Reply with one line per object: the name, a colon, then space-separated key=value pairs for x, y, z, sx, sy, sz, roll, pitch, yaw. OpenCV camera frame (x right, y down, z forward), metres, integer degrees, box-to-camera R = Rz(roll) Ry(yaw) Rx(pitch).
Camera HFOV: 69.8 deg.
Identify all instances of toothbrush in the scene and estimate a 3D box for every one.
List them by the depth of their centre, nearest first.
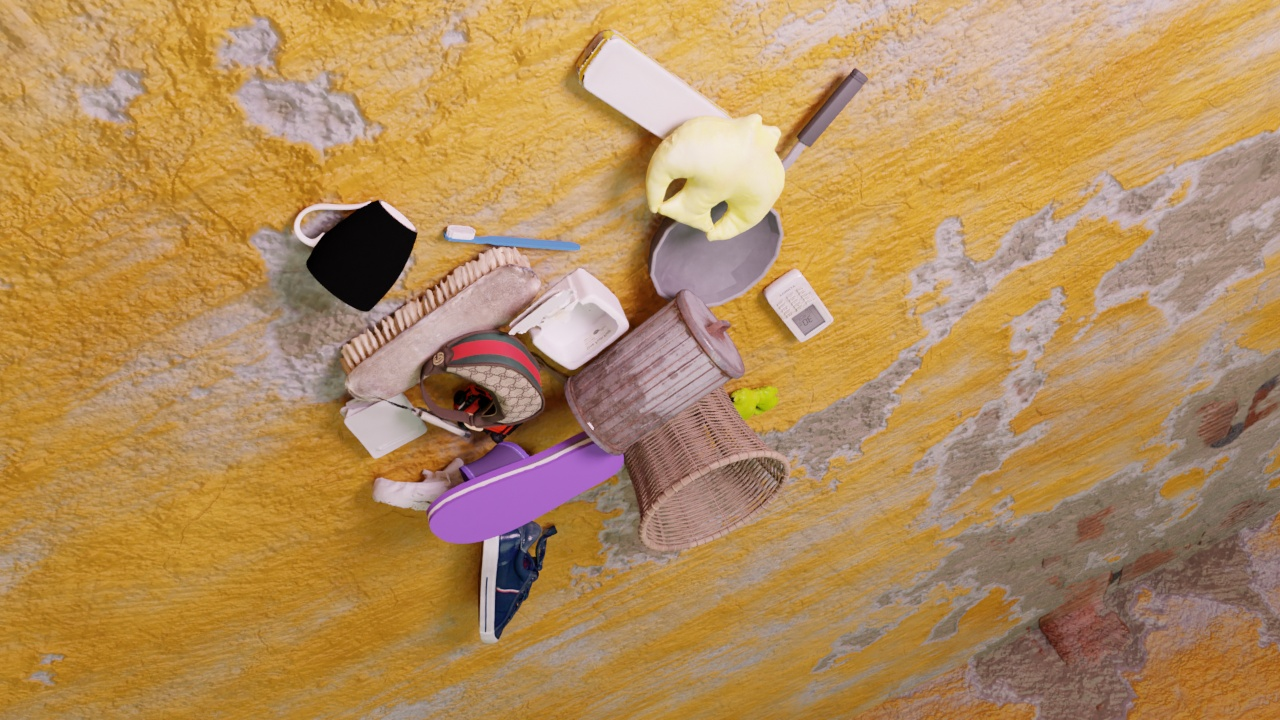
toothbrush: x=-0.145 y=-0.141 z=1.063 sx=0.166 sy=0.016 sz=0.014 roll=1 pitch=130 yaw=-28
toothbrush: x=-0.102 y=0.031 z=1.267 sx=0.016 sy=0.016 sz=0.166 roll=-39 pitch=138 yaw=13

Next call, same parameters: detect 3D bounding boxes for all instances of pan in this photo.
pan: x=0.143 y=-0.206 z=1.117 sx=0.178 sy=0.041 sz=0.358 roll=19 pitch=123 yaw=-39

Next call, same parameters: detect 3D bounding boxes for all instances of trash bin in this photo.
trash bin: x=0.023 y=0.013 z=1.158 sx=0.211 sy=0.130 sz=0.130 roll=-36 pitch=139 yaw=17

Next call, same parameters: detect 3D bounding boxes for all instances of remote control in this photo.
remote control: x=0.225 y=-0.077 z=1.307 sx=0.060 sy=0.025 sz=0.138 roll=-35 pitch=139 yaw=11

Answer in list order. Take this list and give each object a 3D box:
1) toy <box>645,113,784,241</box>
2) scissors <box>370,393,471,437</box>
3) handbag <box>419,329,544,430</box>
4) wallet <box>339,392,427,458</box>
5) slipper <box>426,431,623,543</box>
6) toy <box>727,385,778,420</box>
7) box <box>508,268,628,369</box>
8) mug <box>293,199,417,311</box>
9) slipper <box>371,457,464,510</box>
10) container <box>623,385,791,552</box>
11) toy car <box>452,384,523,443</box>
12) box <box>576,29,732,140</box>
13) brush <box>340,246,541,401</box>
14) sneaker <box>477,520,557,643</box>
toy: x=0.092 y=-0.207 z=1.023 sx=0.170 sy=0.064 sz=0.155 roll=21 pitch=123 yaw=-34
scissors: x=-0.284 y=0.062 z=1.137 sx=0.169 sy=0.132 sz=0.012 roll=27 pitch=86 yaw=-29
handbag: x=-0.194 y=0.033 z=1.124 sx=0.138 sy=0.063 sz=0.166 roll=-17 pitch=147 yaw=10
wallet: x=-0.331 y=0.076 z=1.187 sx=0.086 sy=0.032 sz=0.116 roll=-22 pitch=148 yaw=-9
slipper: x=-0.160 y=0.150 z=1.236 sx=0.266 sy=0.084 sz=0.107 roll=-25 pitch=137 yaw=-4
toy: x=0.171 y=0.066 z=1.427 sx=0.093 sy=0.036 sz=0.094 roll=-29 pitch=146 yaw=-3
box: x=-0.098 y=-0.059 z=1.128 sx=0.111 sy=0.083 sz=0.190 roll=-39 pitch=154 yaw=13
mug: x=-0.300 y=-0.126 z=0.964 sx=0.119 sy=0.085 sz=0.100 roll=41 pitch=97 yaw=-16
slipper: x=-0.254 y=0.176 z=1.303 sx=0.246 sy=0.074 sz=0.112 roll=-2 pitch=165 yaw=-22
container: x=0.065 y=0.124 z=1.292 sx=0.226 sy=0.196 sz=0.227 roll=-19 pitch=146 yaw=-14
toy car: x=-0.206 y=0.070 z=1.231 sx=0.051 sy=0.048 sz=0.100 roll=-42 pitch=137 yaw=18
box: x=0.021 y=-0.280 z=0.990 sx=0.209 sy=0.033 sz=0.064 roll=22 pitch=119 yaw=-42
brush: x=-0.240 y=-0.040 z=1.090 sx=0.271 sy=0.056 sz=0.083 roll=-33 pitch=141 yaw=10
sneaker: x=-0.203 y=0.357 z=1.497 sx=0.127 sy=0.120 sz=0.295 roll=3 pitch=130 yaw=-12
